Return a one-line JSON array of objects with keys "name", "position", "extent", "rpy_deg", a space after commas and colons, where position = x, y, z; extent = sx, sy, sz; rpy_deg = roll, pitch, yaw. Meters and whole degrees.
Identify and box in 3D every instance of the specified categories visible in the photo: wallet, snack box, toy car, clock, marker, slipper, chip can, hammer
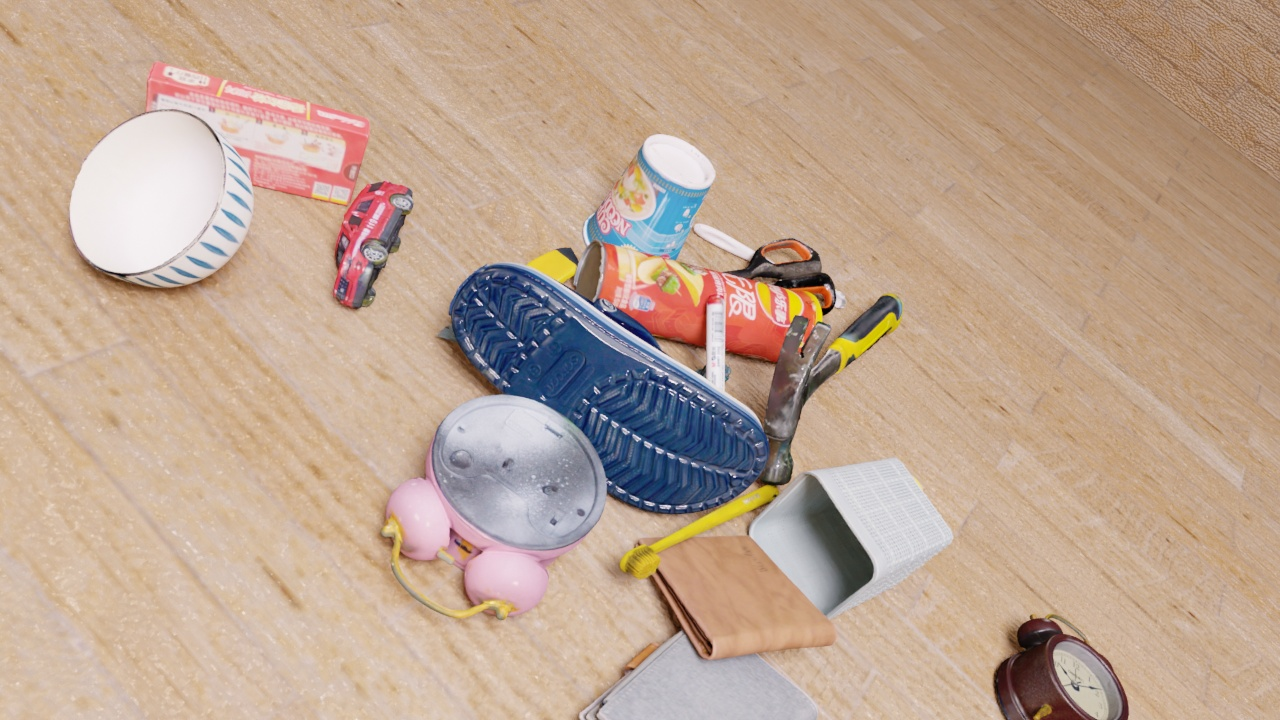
[{"name": "wallet", "position": [0.037, 0.216, 0.559], "extent": [0.106, 0.037, 0.129], "rpy_deg": [37, 31, 22]}, {"name": "snack box", "position": [-0.291, -0.169, 0.697], "extent": [0.152, 0.075, 0.025], "rpy_deg": [10, 47, -24]}, {"name": "toy car", "position": [-0.206, -0.090, 0.695], "extent": [0.045, 0.053, 0.120], "rpy_deg": [19, 40, -14]}, {"name": "clock", "position": [-0.093, 0.095, 0.582], "extent": [0.117, 0.060, 0.158], "rpy_deg": [35, 39, 1]}, {"name": "clock", "position": [0.323, 0.246, 0.701], "extent": [0.082, 0.055, 0.121], "rpy_deg": [35, 39, 3]}, {"name": "marker", "position": [0.061, 0.017, 0.739], "extent": [0.017, 0.017, 0.145], "rpy_deg": [9, 72, -25]}, {"name": "slipper", "position": [-0.025, 0.018, 0.677], "extent": [0.253, 0.105, 0.095], "rpy_deg": [34, 19, -4]}, {"name": "chip can", "position": [0.051, -0.048, 0.800], "extent": [0.216, 0.073, 0.073], "rpy_deg": [13, 45, -22]}, {"name": "wallet", "position": [0.062, 0.156, 0.623], "extent": [0.101, 0.020, 0.115], "rpy_deg": [4, 25, -31]}, {"name": "hammer", "position": [0.182, -0.008, 0.825], "extent": [0.032, 0.126, 0.322], "rpy_deg": [18, 26, 25]}]

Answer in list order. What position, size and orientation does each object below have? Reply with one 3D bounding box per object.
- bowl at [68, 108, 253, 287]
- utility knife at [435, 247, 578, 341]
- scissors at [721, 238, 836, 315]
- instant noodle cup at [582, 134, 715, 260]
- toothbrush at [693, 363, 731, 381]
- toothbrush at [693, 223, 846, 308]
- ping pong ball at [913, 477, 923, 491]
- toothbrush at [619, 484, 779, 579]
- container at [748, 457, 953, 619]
[{"name": "bowl", "position": [-0.308, -0.100, 0.612], "extent": [0.116, 0.116, 0.066], "rpy_deg": [52, 1, 20]}, {"name": "utility knife", "position": [-0.104, -0.053, 0.751], "extent": [0.033, 0.015, 0.176], "rpy_deg": [36, 42, 12]}, {"name": "scissors", "position": [0.101, -0.063, 0.879], "extent": [0.234, 0.022, 0.139], "rpy_deg": [-33, 79, -38]}, {"name": "instant noodle cup", "position": [0.013, -0.143, 0.838], "extent": [0.099, 0.110, 0.099], "rpy_deg": [17, 43, -17]}, {"name": "toothbrush", "position": [-0.004, 0.004, 0.756], "extent": [0.191, 0.018, 0.016], "rpy_deg": [5, 49, -29]}, {"name": "toothbrush", "position": [0.135, -0.099, 0.946], "extent": [0.180, 0.016, 0.016], "rpy_deg": [25, 34, -10]}, {"name": "ping pong ball", "position": [0.218, 0.114, 0.773], "extent": [0.040, 0.040, 0.040], "rpy_deg": [17, 43, -17]}, {"name": "toothbrush", "position": [0.050, 0.119, 0.657], "extent": [0.016, 0.016, 0.189], "rpy_deg": [30, 25, 30]}, {"name": "container", "position": [0.160, 0.130, 0.687], "extent": [0.111, 0.090, 0.090], "rpy_deg": [-7, 55, -40]}]
